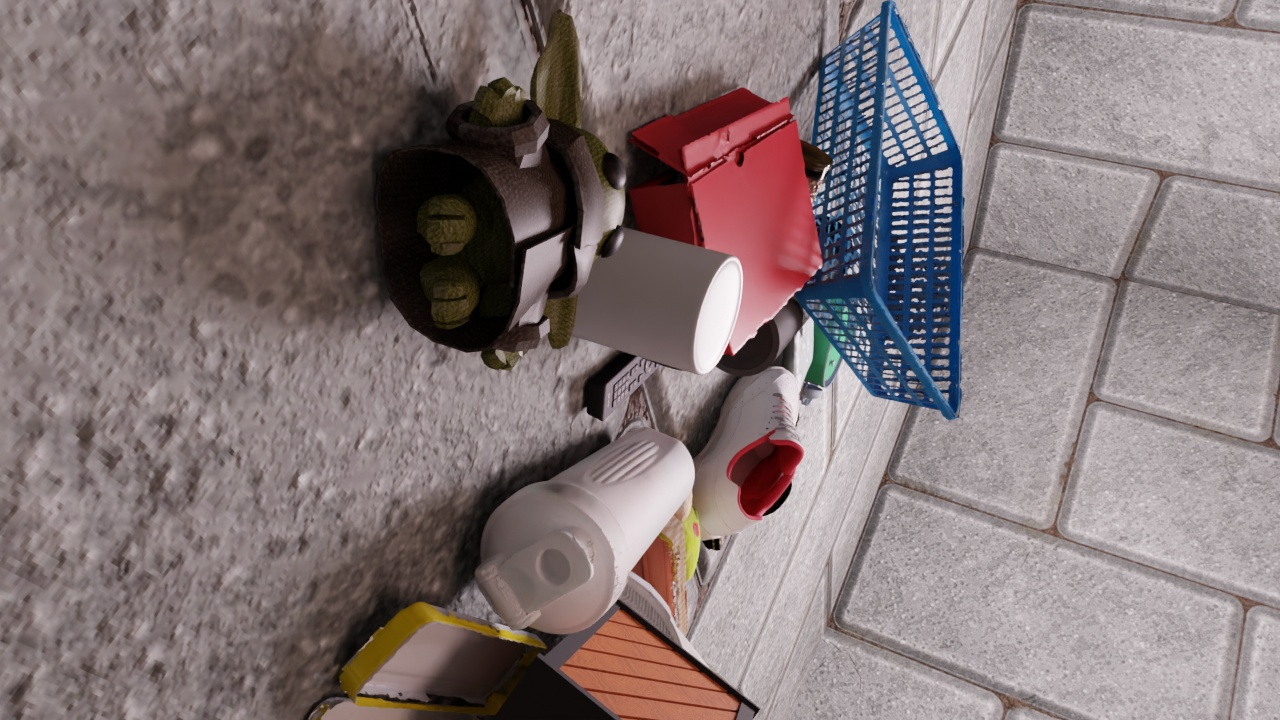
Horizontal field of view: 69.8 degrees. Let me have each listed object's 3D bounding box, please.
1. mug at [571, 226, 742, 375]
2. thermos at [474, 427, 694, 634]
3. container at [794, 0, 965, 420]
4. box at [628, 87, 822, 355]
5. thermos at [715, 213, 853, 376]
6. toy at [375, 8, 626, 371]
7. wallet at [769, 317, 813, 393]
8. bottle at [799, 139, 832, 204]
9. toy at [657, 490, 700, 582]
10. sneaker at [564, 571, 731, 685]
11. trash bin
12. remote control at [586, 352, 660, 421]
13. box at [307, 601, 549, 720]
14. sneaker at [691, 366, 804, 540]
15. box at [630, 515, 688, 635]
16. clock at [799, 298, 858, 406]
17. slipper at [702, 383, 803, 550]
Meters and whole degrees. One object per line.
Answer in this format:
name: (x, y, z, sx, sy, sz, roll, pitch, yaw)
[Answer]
mug: (0.010, -0.032, 0.610, 0.078, 0.097, 0.112, -61, 156, -27)
thermos: (-0.030, 0.112, 0.640, 0.220, 0.099, 0.099, -28, 131, -66)
container: (0.249, -0.145, 0.938, 0.257, 0.089, 0.361, 43, 49, -44)
box: (0.072, -0.106, 0.713, 0.214, 0.153, 0.165, -40, 166, -54)
thermos: (0.140, -0.073, 0.916, 0.239, 0.082, 0.082, -42, 144, -52)
toy: (-0.059, -0.067, 0.443, 0.152, 0.078, 0.180, -41, 140, -54)
wallet: (0.176, -0.037, 1.075, 0.100, 0.054, 0.132, -57, 153, -56)
bottle: (0.125, -0.143, 0.828, 0.056, 0.056, 0.105, -38, 155, -55)
toy: (0.031, 0.142, 0.850, 0.092, 0.046, 0.115, -93, 178, -71)
sneaker: (0.009, 0.262, 0.773, 0.089, 0.242, 0.091, -41, -166, -12)
trash bin: (-0.025, 0.271, 0.612, 0.140, 0.140, 0.171, -56, 169, 6)
remote control: (-0.004, 0.004, 0.716, 0.136, 0.015, 0.032, -43, 144, -56)
box: (-0.127, 0.213, 0.558, 0.129, 0.036, 0.210, -56, 156, -11)
sneaker: (0.131, 0.086, 0.953, 0.090, 0.105, 0.235, 57, 47, -17)
box: (0.008, 0.185, 0.815, 0.042, 0.083, 0.187, -41, 146, -32)
clock: (0.237, -0.012, 1.207, 0.121, 0.075, 0.162, -46, 147, -49)
slipper: (0.148, 0.117, 1.090, 0.267, 0.076, 0.113, -56, 154, -35)
